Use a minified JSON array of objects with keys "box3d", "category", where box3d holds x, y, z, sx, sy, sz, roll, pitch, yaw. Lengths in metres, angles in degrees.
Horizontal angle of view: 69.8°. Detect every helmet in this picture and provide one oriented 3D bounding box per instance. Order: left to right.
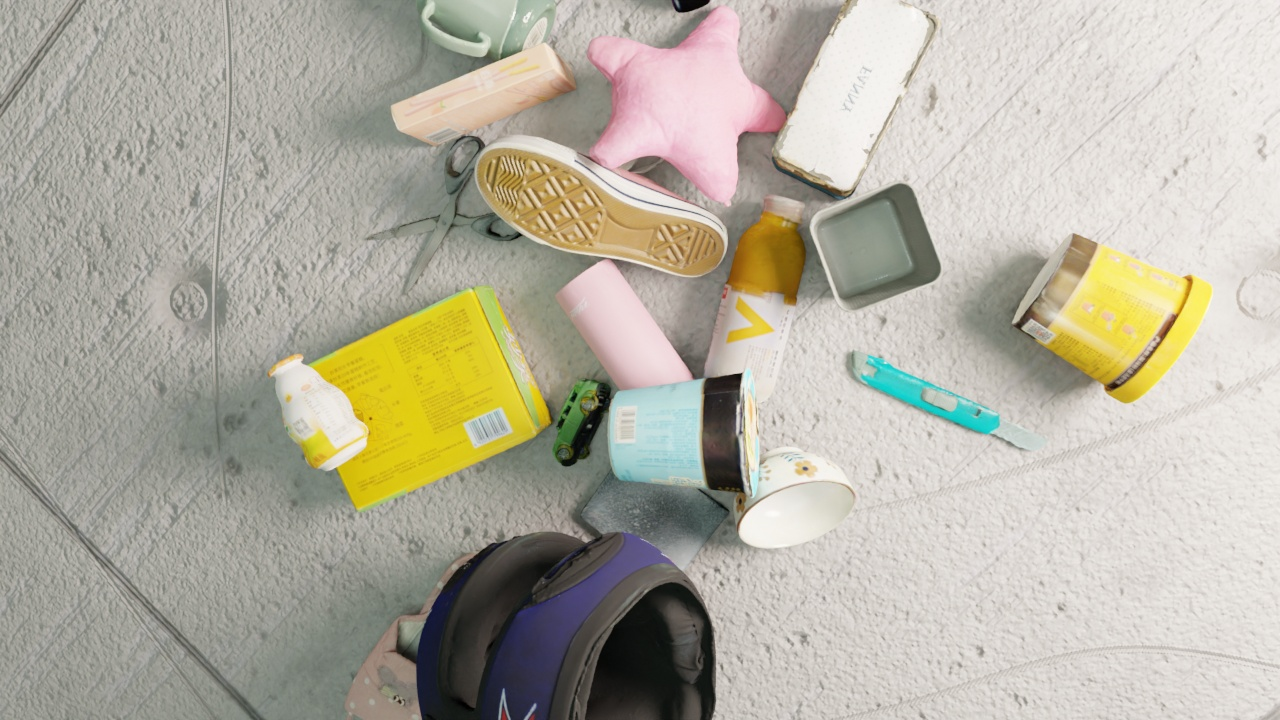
[{"box3d":[-0.080,0.271,0.818,0.241,0.246,0.316,20,128,35],"category":"helmet"}]

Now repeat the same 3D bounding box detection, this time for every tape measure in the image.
[{"box3d":[0.043,-0.346,0.828,0.039,0.057,0.058,-14,86,10],"category":"tape measure"}]

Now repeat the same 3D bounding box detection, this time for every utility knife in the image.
[{"box3d":[0.286,0.039,0.857,0.196,0.013,0.029,24,100,6],"category":"utility knife"}]

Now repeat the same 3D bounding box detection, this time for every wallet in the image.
[{"box3d":[0.013,0.151,0.915,0.121,0.019,0.097,36,99,5],"category":"wallet"}]

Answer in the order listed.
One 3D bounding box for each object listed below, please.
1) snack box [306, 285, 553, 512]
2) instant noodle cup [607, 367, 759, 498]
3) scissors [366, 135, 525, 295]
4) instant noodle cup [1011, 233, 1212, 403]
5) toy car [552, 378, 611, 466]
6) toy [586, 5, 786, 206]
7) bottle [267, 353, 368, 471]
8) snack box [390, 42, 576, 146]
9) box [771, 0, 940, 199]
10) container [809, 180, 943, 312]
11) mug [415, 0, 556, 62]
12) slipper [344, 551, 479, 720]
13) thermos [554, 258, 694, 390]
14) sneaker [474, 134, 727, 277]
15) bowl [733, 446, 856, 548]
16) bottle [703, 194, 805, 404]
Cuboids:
[{"box3d":[-0.214,0.037,0.911,0.210,0.070,0.157,-24,92,12],"category":"snack box"},{"box3d":[0.038,0.064,0.796,0.120,0.111,0.111,-3,96,14],"category":"instant noodle cup"},{"box3d":[-0.189,-0.139,0.916,0.159,0.014,0.181,21,102,8],"category":"scissors"},{"box3d":[0.394,-0.041,0.782,0.114,0.118,0.118,31,101,12],"category":"instant noodle cup"},{"box3d":[-0.060,0.061,0.901,0.036,0.043,0.091,23,92,21],"category":"toy car"},{"box3d":[0.037,-0.218,0.819,0.194,0.075,0.178,-23,92,-21],"category":"toy"},{"box3d":[-0.304,0.047,0.858,0.063,0.063,0.108,-33,90,11],"category":"bottle"},{"box3d":[-0.144,-0.246,0.858,0.157,0.084,0.026,-19,90,11],"category":"snack box"},{"box3d":[0.186,-0.230,0.818,0.090,0.063,0.184,30,102,6],"category":"box"},{"box3d":[0.200,-0.099,0.803,0.090,0.114,0.090,-20,93,11],"category":"container"},{"box3d":[-0.146,-0.318,0.839,0.106,0.082,0.111,34,58,1],"category":"mug"},{"box3d":[-0.221,0.318,0.955,0.114,0.054,0.274,36,100,3],"category":"slipper"},{"box3d":[-0.005,0.005,0.881,0.087,0.067,0.198,-33,93,43],"category":"thermos"},{"box3d":[-0.034,-0.150,0.851,0.241,0.087,0.118,17,123,-12],"category":"sneaker"},{"box3d":[0.138,0.121,0.858,0.113,0.113,0.062,-23,50,11],"category":"bowl"},{"box3d":[0.110,-0.056,0.847,0.068,0.068,0.189,15,99,7],"category":"bottle"}]
